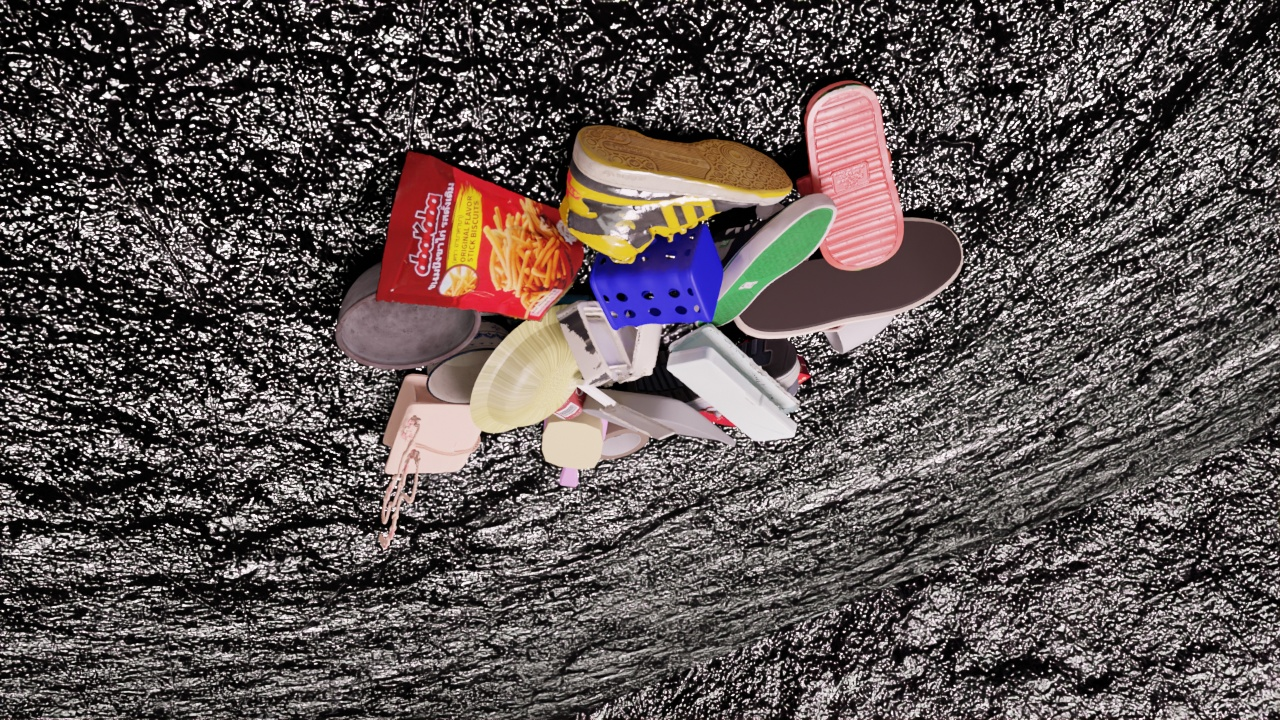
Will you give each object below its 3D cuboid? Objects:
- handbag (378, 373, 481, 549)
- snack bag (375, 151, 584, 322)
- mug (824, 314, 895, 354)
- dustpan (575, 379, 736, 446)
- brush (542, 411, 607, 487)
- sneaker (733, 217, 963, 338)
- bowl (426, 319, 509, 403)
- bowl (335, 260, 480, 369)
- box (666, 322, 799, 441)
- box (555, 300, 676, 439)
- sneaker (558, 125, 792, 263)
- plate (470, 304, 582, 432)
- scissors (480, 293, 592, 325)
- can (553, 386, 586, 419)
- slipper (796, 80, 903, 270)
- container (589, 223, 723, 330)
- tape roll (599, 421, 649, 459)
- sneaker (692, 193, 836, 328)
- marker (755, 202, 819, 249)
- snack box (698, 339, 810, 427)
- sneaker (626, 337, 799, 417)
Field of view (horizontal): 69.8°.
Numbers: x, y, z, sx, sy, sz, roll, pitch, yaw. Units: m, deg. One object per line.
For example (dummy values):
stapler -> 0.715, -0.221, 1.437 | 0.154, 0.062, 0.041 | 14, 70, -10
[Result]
handbag -> -0.250, 0.134, 1.148 | 0.116, 0.187, 0.199 | 7, 138, -26
snack bag -> -0.157, -0.109, 0.895 | 0.207, 0.067, 0.139 | 12, 99, -45
mug -> 0.290, -0.074, 1.234 | 0.089, 0.071, 0.107 | -27, 123, -1
dustpan -> -0.004, 0.066, 1.178 | 0.163, 0.033, 0.257 | 6, 159, 34
brush -> -0.100, 0.135, 1.339 | 0.089, 0.043, 0.229 | 8, 142, -2
sneaker -> 0.256, -0.089, 1.162 | 0.294, 0.111, 0.116 | -19, 172, -1
bowl -> -0.197, -0.004, 1.075 | 0.115, 0.059, 0.116 | -14, 150, -8
bowl -> -0.244, -0.058, 0.952 | 0.145, 0.067, 0.145 | -14, 150, -8
box -> 0.115, 0.037, 1.127 | 0.086, 0.072, 0.199 | -39, 127, 18
box -> -0.005, 0.007, 1.047 | 0.081, 0.181, 0.143 | -27, 174, 21
sneaker -> 0.031, -0.156, 0.917 | 0.238, 0.086, 0.122 | 3, 138, -26
plate -> -0.115, 0.022, 1.075 | 0.184, 0.036, 0.185 | -38, 153, -25
scissors -> -0.122, -0.065, 1.054 | 0.135, 0.019, 0.130 | -29, 152, 12
can -> -0.114, 0.039, 1.201 | 0.054, 0.054, 0.096 | -28, 149, 16
slipper -> 0.221, -0.197, 0.988 | 0.103, 0.059, 0.249 | -21, 135, 6
container -> 0.020, -0.089, 0.975 | 0.114, 0.084, 0.084 | -3, 138, 24
tape roll -> -0.036, 0.115, 1.392 | 0.093, 0.030, 0.094 | -14, 150, -8
sneaker -> 0.121, -0.126, 1.018 | 0.084, 0.079, 0.236 | -5, 156, -35
marker -> 0.178, -0.156, 1.063 | 0.025, 0.025, 0.125 | -37, 146, 29
snack box -> 0.151, 0.037, 1.361 | 0.132, 0.035, 0.152 | 14, 137, -44
sneaker -> 0.109, 0.040, 1.243 | 0.240, 0.088, 0.124 | -10, 150, 24
